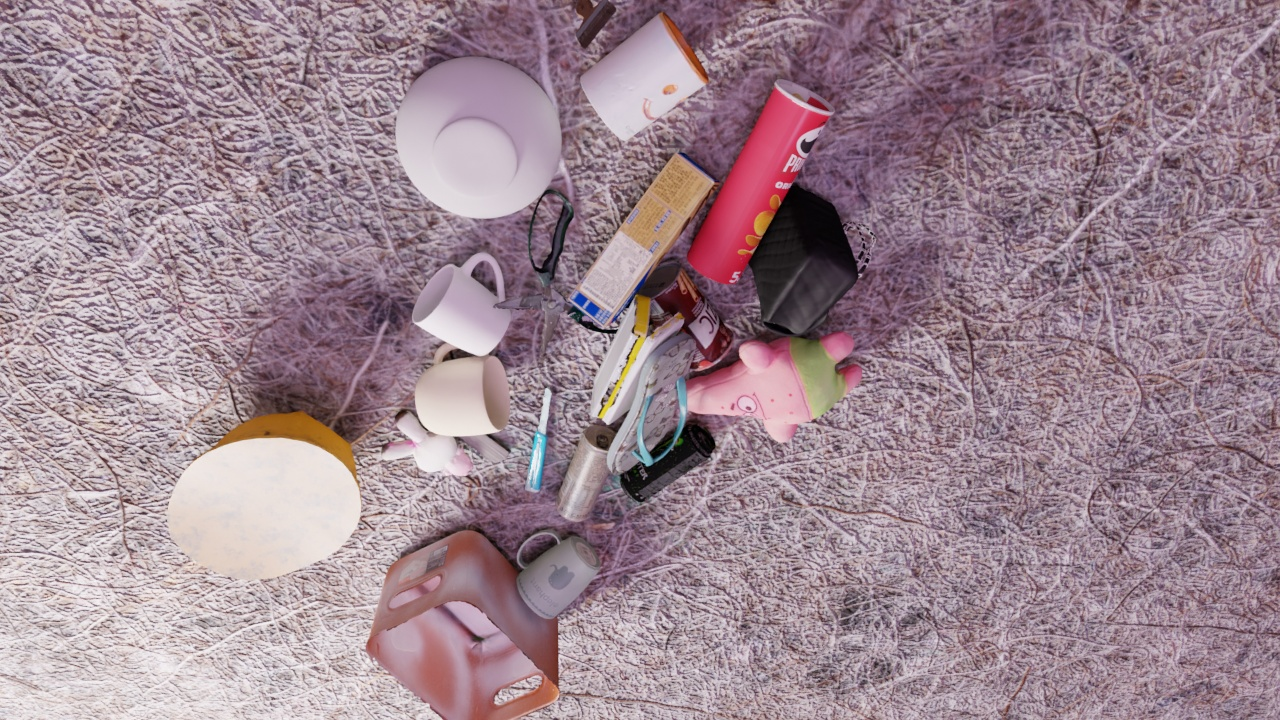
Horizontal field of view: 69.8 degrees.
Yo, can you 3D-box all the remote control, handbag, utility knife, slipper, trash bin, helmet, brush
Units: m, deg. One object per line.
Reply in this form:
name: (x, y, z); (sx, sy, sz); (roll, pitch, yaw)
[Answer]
remote control: (-0.230, 0.091, 1.212); (0.033, 0.013, 0.136); (-37, 121, 20)
handbag: (0.190, -0.101, 1.031); (0.114, 0.153, 0.125); (20, 126, -21)
utility knife: (-0.136, 0.107, 1.231); (0.022, 0.015, 0.177); (19, 123, 14)
slipper: (0.027, 0.067, 1.125); (0.098, 0.055, 0.270); (-28, 153, -34)
trash bin: (-0.245, 0.392, 1.331); (0.182, 0.157, 0.260); (-27, 121, 14)
helmet: (-0.459, 0.150, 1.164); (0.256, 0.131, 0.205); (-37, 118, 20)
brush: (-0.049, -0.324, 0.862); (0.008, 0.143, 0.045); (35, 107, -26)

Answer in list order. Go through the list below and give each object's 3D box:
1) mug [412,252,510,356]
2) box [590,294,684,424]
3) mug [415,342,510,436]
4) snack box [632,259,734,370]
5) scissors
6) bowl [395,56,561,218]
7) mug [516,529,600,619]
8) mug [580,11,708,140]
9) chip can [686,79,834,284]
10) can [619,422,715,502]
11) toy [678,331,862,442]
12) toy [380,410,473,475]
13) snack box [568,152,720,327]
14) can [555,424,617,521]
mug: (-0.197, -0.069, 1.072); (0.087, 0.081, 0.114); (35, 95, -30)
box: (-0.013, 0.006, 1.096); (0.070, 0.067, 0.211); (29, 143, 0)
mug: (-0.225, 0.034, 1.131); (0.100, 0.096, 0.120); (-7, 87, 12)
snack box: (0.052, -0.054, 1.098); (0.072, 0.072, 0.121); (-30, 120, 16)
scissors: (-0.073, -0.100, 1.076); (0.201, 0.015, 0.204); (-4, 113, -22)
bowl: (-0.172, -0.224, 0.968); (0.176, 0.066, 0.177); (-2, 124, -3)
mug: (-0.125, 0.298, 1.328); (0.104, 0.084, 0.111); (-43, 89, 11)
mug: (0.004, -0.286, 0.929); (0.105, 0.082, 0.082); (-32, 121, 18)
chip can: (0.128, -0.191, 1.010); (0.069, 0.069, 0.221); (18, 121, -16)
can: (0.035, 0.138, 1.238); (0.138, 0.053, 0.054); (-37, 119, 19)
toy: (0.157, 0.031, 1.150); (0.237, 0.096, 0.192); (-11, 137, 18)
toy: (-0.278, 0.117, 1.212); (0.122, 0.038, 0.079); (29, 115, -16)
snack box: (0.003, -0.133, 1.024); (0.056, 0.057, 0.207); (39, 107, 1)
can: (-0.072, 0.155, 1.242); (0.054, 0.054, 0.136); (15, 121, -14)
